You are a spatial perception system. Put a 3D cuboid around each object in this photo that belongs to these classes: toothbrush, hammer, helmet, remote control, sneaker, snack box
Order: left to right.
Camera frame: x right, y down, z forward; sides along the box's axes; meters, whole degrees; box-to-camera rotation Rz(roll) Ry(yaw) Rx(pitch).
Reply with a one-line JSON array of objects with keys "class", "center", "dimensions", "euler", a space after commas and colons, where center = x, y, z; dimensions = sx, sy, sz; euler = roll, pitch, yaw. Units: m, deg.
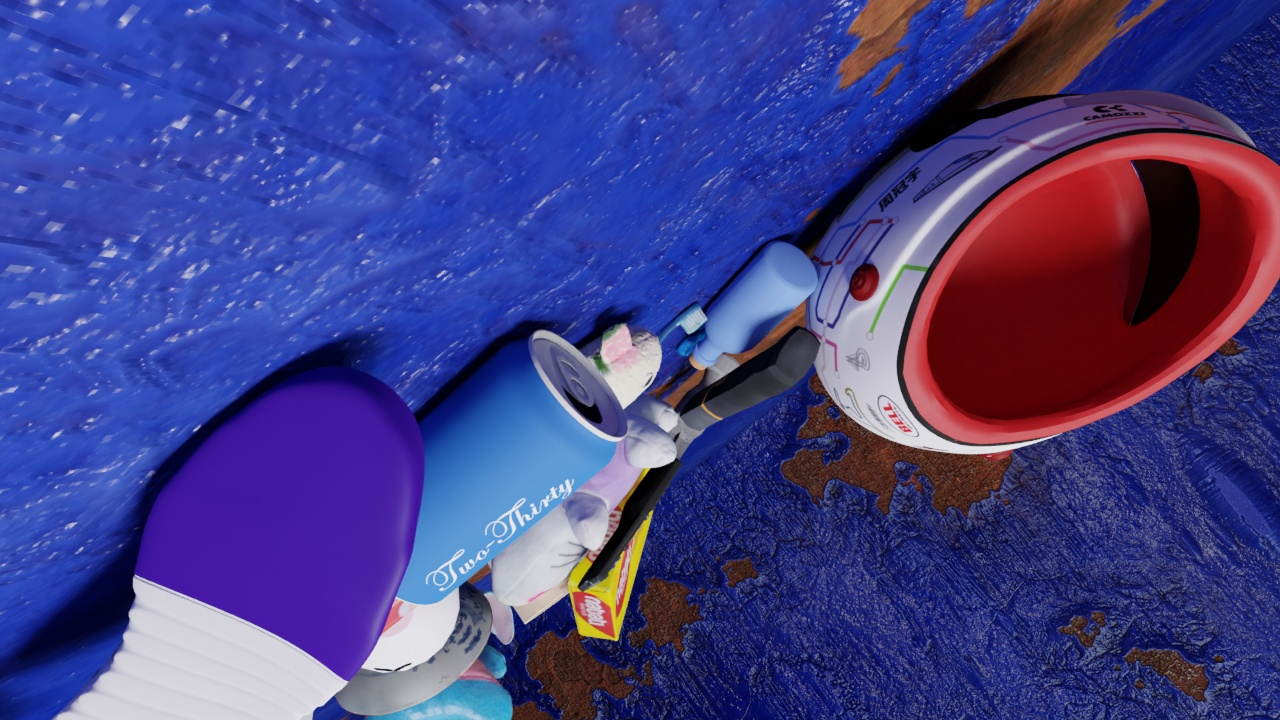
[{"class": "sneaker", "center": [-0.158, 0.098, 0.384], "dimensions": [0.244, 0.092, 0.111], "euler": [-51, -172, 14]}, {"class": "snack box", "center": [-0.021, 0.167, 0.917], "dimensions": [0.092, 0.042, 0.200], "euler": [86, 17, -44]}, {"class": "remote control", "center": [-0.010, 0.140, 0.800], "dimensions": [0.140, 0.021, 0.046], "euler": [-53, -175, -37]}, {"class": "toothbrush", "center": [-0.004, 0.004, 0.684], "dimensions": [0.132, 0.016, 0.021], "euler": [-40, 167, 11]}, {"class": "hammer", "center": [0.080, 0.024, 0.789], "dimensions": [0.139, 0.035, 0.313], "euler": [-54, -177, -17]}, {"class": "helmet", "center": [0.270, -0.070, 0.681], "dimensions": [0.315, 0.231, 0.235], "euler": [-36, -162, 19]}]

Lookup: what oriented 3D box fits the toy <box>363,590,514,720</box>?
[{"class": "toy", "center": [-0.216, 0.285, 0.849], "dimensions": [0.223, 0.099, 0.191], "euler": [-11, -157, -22]}]

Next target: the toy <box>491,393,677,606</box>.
[{"class": "toy", "center": [-0.055, 0.117, 0.799], "dimensions": [0.209, 0.085, 0.137], "euler": [-47, -171, 14]}]

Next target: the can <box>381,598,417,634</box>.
[{"class": "can", "center": [-0.174, 0.138, 0.556], "dimensions": [0.124, 0.066, 0.066], "euler": [-39, 170, 7]}]

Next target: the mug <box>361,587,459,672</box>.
[{"class": "mug", "center": [-0.187, 0.168, 0.629], "dimensions": [0.124, 0.090, 0.076], "euler": [-3, 171, -9]}]

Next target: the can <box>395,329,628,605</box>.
[{"class": "can", "center": [-0.083, 0.057, 0.472], "dimensions": [0.146, 0.079, 0.078], "euler": [-40, 169, 15]}]

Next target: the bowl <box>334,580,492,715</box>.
[{"class": "bowl", "center": [-0.205, 0.225, 0.785], "dimensions": [0.151, 0.057, 0.150], "euler": [-16, -155, 7]}]

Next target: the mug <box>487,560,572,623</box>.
[{"class": "mug", "center": [-0.115, 0.199, 0.920], "dimensions": [0.085, 0.104, 0.111], "euler": [-39, 169, 5]}]

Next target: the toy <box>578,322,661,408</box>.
[{"class": "toy", "center": [-0.026, 0.011, 0.568], "dimensions": [0.087, 0.050, 0.112], "euler": [-35, 164, -11]}]

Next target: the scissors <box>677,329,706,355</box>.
[{"class": "scissors", "center": [0.078, -0.035, 0.811], "dimensions": [0.131, 0.014, 0.125], "euler": [-41, 168, 33]}]

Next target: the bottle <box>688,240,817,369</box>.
[{"class": "bottle", "center": [0.078, -0.034, 0.702], "dimensions": [0.047, 0.048, 0.131], "euler": [-28, 166, -44]}]

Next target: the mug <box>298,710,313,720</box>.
[{"class": "mug", "center": [-0.293, 0.239, 0.600], "dimensions": [0.120, 0.083, 0.096], "euler": [-11, 172, 8]}]
